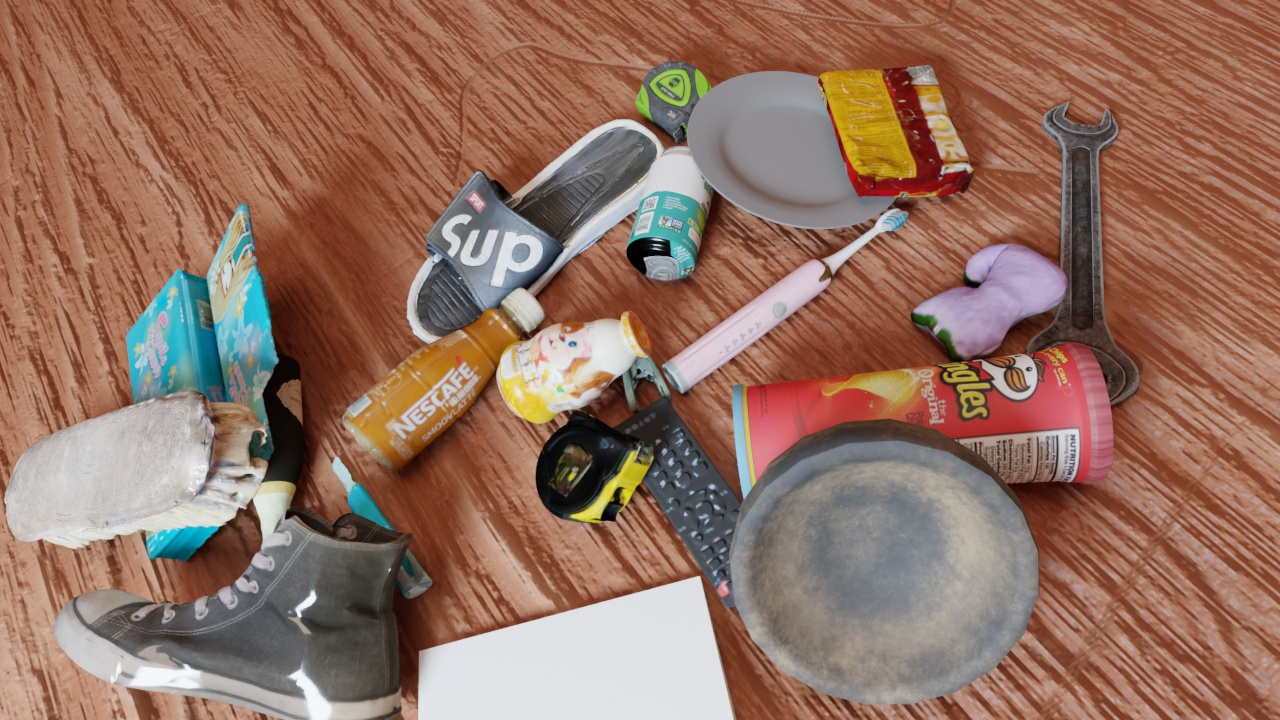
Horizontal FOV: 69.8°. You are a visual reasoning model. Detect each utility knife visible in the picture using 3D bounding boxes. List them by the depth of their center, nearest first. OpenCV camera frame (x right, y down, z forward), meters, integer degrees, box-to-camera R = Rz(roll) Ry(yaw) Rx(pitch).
[{"bbox_3d":[-0.191,0.115,0.661,0.022,0.015,0.141,-48,58,8],"label":"utility knife"}]

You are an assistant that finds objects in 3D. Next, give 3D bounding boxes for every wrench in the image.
[{"bbox_3d":[0.318,-0.086,0.663,0.070,0.010,0.272,5,61,16],"label":"wrench"}]

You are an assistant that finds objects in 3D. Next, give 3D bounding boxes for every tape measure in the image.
[{"bbox_3d":[-0.035,0.074,0.621,0.071,0.042,0.072,26,94,32],"label":"tape measure"},{"bbox_3d":[0.032,-0.228,0.804,0.058,0.036,0.065,-43,63,-3],"label":"tape measure"}]

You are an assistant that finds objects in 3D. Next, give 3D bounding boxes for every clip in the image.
[{"bbox_3d":[-0.003,0.003,0.680,0.037,0.023,0.075,-21,55,1],"label":"clip"}]

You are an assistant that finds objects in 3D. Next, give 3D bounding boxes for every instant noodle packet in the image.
[{"bbox_3d":[0.199,-0.183,0.724,0.098,0.040,0.135,-3,58,-10],"label":"instant noodle packet"}]

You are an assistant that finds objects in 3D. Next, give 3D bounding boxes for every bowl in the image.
[{"bbox_3d":[0.133,0.106,0.519,0.162,0.162,0.070,-4,17,11],"label":"bowl"}]

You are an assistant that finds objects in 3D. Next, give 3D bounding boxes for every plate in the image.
[{"bbox_3d":[0.125,-0.170,0.738,0.178,0.012,0.178,3,56,-5],"label":"plate"}]

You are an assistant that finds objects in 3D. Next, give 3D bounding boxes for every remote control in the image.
[{"bbox_3d":[0.037,0.093,0.618,0.047,0.022,0.150,-31,59,-6],"label":"remote control"}]

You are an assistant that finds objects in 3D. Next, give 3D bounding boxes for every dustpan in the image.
[{"bbox_3d":[-0.027,0.272,0.526,0.191,0.053,0.257,-16,46,4],"label":"dustpan"}]

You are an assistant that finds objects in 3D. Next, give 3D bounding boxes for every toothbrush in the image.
[{"bbox_3d":[0.111,-0.050,0.681,0.222,0.027,0.026,-36,29,-9],"label":"toothbrush"}]

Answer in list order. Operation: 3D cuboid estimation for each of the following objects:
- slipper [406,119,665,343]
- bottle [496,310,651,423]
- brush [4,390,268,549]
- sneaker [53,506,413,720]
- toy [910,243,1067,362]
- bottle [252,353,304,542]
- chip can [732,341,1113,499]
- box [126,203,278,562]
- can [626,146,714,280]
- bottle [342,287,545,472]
[{"bbox_3d":[-0.091,-0.119,0.752,0.263,0.063,0.111,-38,58,-13],"label":"slipper"},{"bbox_3d":[-0.047,0.002,0.656,0.109,0.063,0.063,-23,56,16],"label":"bottle"},{"bbox_3d":[-0.360,0.081,0.639,0.272,0.056,0.083,-15,68,33],"label":"brush"},{"bbox_3d":[-0.258,0.151,0.590,0.235,0.095,0.120,6,84,16],"label":"sneaker"},{"bbox_3d":[0.241,-0.043,0.641,0.099,0.036,0.080,-32,41,-1],"label":"toy"},{"bbox_3d":[-0.274,0.085,0.683,0.045,0.045,0.184,-15,64,4],"label":"bottle"},{"bbox_3d":[0.170,0.043,0.577,0.213,0.087,0.086,-7,58,11],"label":"chip can"},{"bbox_3d":[-0.328,0.010,0.701,0.182,0.039,0.226,-42,54,23],"label":"box"},{"bbox_3d":[0.025,-0.116,0.725,0.055,0.055,0.101,6,61,17],"label":"can"},{"bbox_3d":[-0.142,0.009,0.687,0.167,0.059,0.059,-43,60,-14],"label":"bottle"}]
